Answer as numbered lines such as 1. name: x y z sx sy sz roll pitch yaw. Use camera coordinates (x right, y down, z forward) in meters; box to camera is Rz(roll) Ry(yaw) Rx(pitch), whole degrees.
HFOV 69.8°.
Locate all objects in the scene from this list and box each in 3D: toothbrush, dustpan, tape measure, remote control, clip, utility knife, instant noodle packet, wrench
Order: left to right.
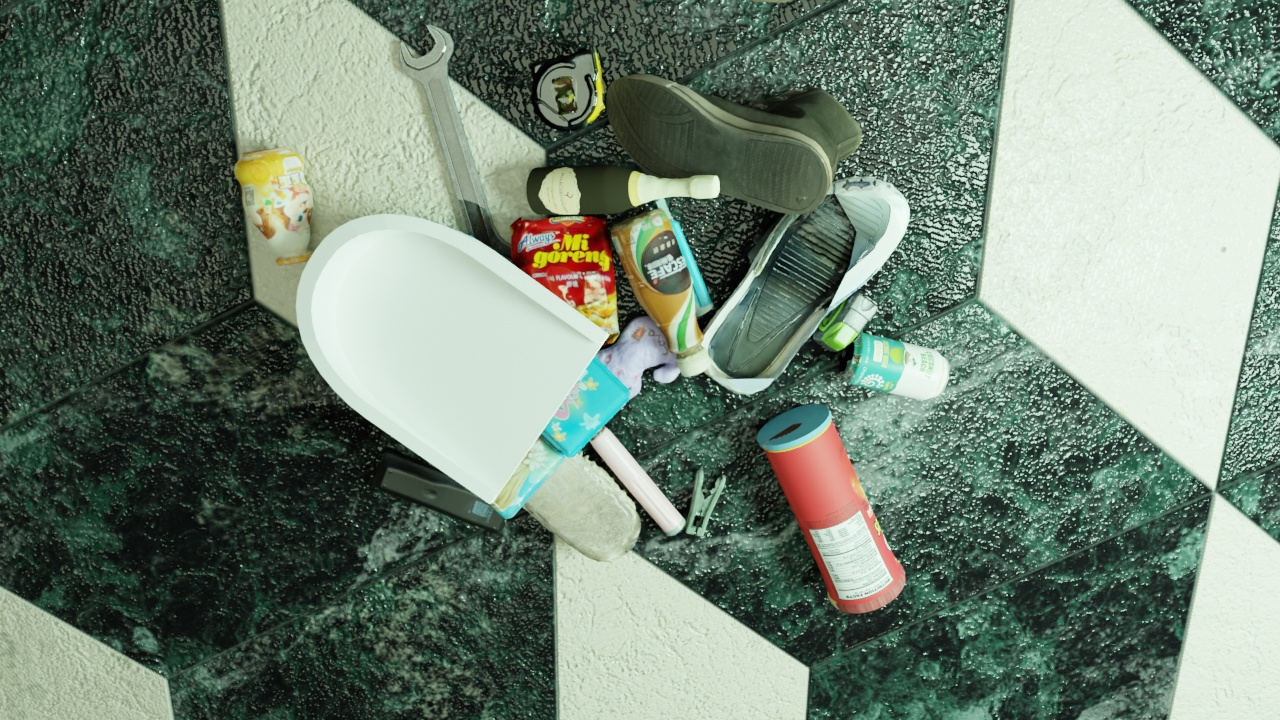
1. dustpan: -0.191 -0.021 0.838 0.258 0.053 0.191 36 97 10
2. remote control: -0.213 0.145 0.990 0.150 0.022 0.047 22 104 -9
3. wrench: -0.174 -0.185 0.898 0.070 0.010 0.273 -14 107 2
4. instant noodle packet: -0.072 -0.076 0.886 0.098 0.040 0.135 -3 78 -16
5. tape measure: -0.068 -0.253 0.865 0.071 0.042 0.072 -13 106 2
6. toothbrush: -0.027 0.101 0.982 0.027 0.027 0.222 -30 106 33
7. utility knife: 0.039 -0.110 0.927 0.022 0.015 0.141 -17 107 29
8. clip: 0.068 0.156 1.004 0.037 0.023 0.075 14 108 -8
9. tape measure: 0.207 -0.039 0.931 0.036 0.058 0.066 32 100 -16

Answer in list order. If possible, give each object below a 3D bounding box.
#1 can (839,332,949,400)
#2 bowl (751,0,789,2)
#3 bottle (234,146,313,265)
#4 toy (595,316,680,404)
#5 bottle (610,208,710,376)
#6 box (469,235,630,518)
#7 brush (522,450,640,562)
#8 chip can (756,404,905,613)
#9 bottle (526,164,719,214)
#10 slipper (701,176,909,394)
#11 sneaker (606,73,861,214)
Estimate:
1. can: 0.262 0.007 0.949 0.101 0.055 0.055 13 106 -6
2. bowl: 0.114 -0.396 0.799 0.162 0.070 0.162 -1 107 -2
3. bottle: -0.345 -0.147 0.876 0.063 0.063 0.109 -8 108 0
4. toy: -0.006 0.006 0.948 0.080 0.036 0.100 42 100 -12
5. bottle: 0.026 -0.065 0.909 0.059 0.059 0.167 -22 101 4
6. box: -0.149 0.019 0.900 0.227 0.039 0.181 45 83 -6
7. brush: -0.109 0.107 0.964 0.083 0.056 0.271 -45 103 6
8. chip can: 0.204 0.158 0.977 0.087 0.087 0.213 -25 105 5
9. bottle: -0.016 -0.160 0.856 0.185 0.045 0.045 3 108 22
10. slipper: 0.153 -0.080 0.918 0.111 0.063 0.264 31 115 -8
11. sneaker: 0.085 -0.220 0.862 0.235 0.119 0.095 19 130 22
